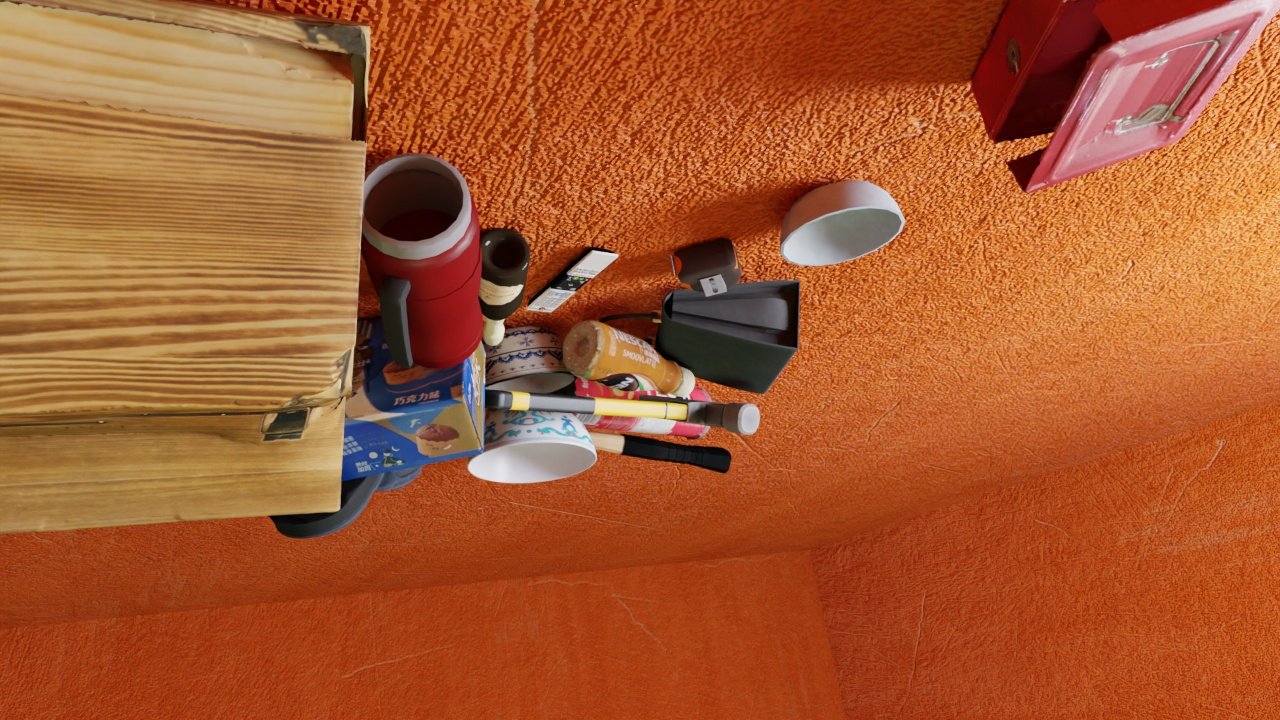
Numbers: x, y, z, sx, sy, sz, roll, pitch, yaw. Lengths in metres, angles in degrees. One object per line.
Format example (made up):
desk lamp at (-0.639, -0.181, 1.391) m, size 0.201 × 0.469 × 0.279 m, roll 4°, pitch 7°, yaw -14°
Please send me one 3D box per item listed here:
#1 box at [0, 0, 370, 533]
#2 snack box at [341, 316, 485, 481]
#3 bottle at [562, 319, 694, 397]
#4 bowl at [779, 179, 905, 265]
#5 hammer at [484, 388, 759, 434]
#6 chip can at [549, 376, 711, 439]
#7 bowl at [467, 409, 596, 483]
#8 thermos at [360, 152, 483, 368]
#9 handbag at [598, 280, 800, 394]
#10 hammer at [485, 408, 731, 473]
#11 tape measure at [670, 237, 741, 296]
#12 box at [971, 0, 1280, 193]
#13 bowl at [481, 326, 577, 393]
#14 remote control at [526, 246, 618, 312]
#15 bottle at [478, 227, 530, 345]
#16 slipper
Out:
box at (-0.330, -0.074, 0.572) m, size 0.278 × 0.286 × 0.337 m, roll 1°, pitch 116°, yaw -26°
snack box at (-0.247, 0.030, 0.829) m, size 0.203 × 0.154 × 0.069 m, roll -11°, pitch 126°, yaw -1°
bottle at (-0.006, 0.006, 0.963) m, size 0.059 × 0.059 × 0.167 m, roll -24°, pitch 151°, yaw 36°
bowl at (0.169, -0.122, 0.788) m, size 0.106 × 0.039 × 0.106 m, roll -9°, pitch 161°, yaw -3°
hammer at (-0.037, 0.049, 0.980) m, size 0.323 × 0.034 × 0.170 m, roll 6°, pitch 179°, yaw -41°
chip can at (-0.013, 0.057, 1.163) m, size 0.232 × 0.073 × 0.073 m, roll 9°, pitch 153°, yaw -41°
bowl at (-0.124, 0.082, 1.039) m, size 0.144 × 0.074 × 0.144 m, roll -6°, pitch 156°, yaw -3°
thermos at (-0.166, -0.057, 0.695) m, size 0.084 × 0.107 × 0.199 m, roll 17°, pitch 155°, yaw 1°
handbag at (0.053, -0.028, 0.974) m, size 0.196 × 0.072 × 0.176 m, roll 5°, pitch 164°, yaw -1°
hammer at (-0.040, 0.106, 1.190) m, size 0.328 × 0.039 × 0.131 m, roll 11°, pitch -178°, yaw -16°
tape measure at (0.064, -0.082, 0.853) m, size 0.058 × 0.038 × 0.059 m, roll -13°, pitch 161°, yaw 10°
box at (0.297, -0.197, 0.579) m, size 0.130 × 0.097 × 0.158 m, roll -14°, pitch 158°, yaw -1°
bowl at (-0.129, 0.002, 0.957) m, size 0.115 × 0.059 × 0.115 m, roll -12°, pitch 168°, yaw -3°
remote control at (-0.066, -0.075, 0.851) m, size 0.028 × 0.011 × 0.125 m, roll 4°, pitch 157°, yaw -35°
bottle at (-0.129, -0.055, 0.825) m, size 0.045 × 0.045 × 0.185 m, roll -5°, pitch 160°, yaw -14°
slipper at (-0.260, 0.092, 0.888) m, size 0.109 × 0.264 × 0.084 m, roll 1°, pitch 125°, yaw 13°
